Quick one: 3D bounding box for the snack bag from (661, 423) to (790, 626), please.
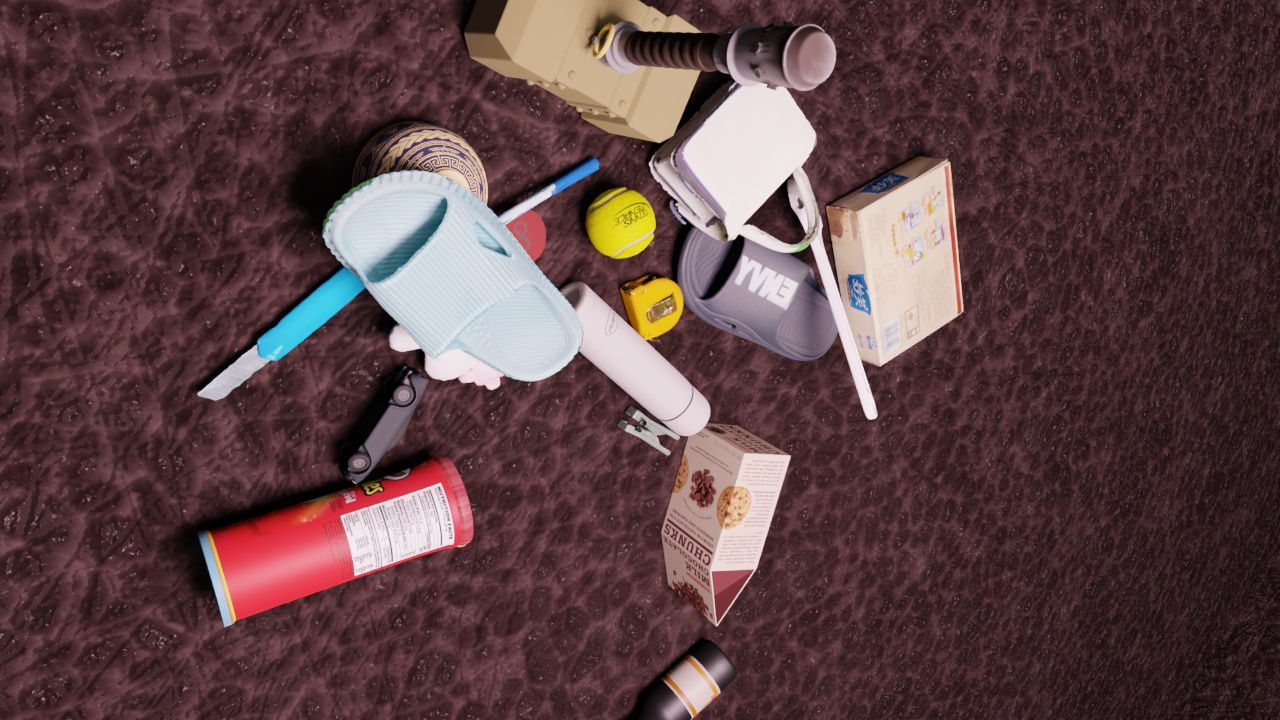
[{"bbox_3d":[0.086,0.185,1.041,0.069,0.094,0.206,7,104,-36],"label":"snack bag"}]

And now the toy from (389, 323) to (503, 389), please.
[{"bbox_3d":[-0.168,-0.017,0.827,0.125,0.037,0.076,40,80,-43],"label":"toy"}]

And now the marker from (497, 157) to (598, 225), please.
[{"bbox_3d":[-0.091,-0.148,0.830,0.141,0.013,0.013,-38,125,-28],"label":"marker"}]

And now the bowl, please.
[{"bbox_3d":[-0.172,-0.138,0.755,0.112,0.061,0.112,-12,110,-35],"label":"bowl"}]

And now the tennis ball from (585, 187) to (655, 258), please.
[{"bbox_3d":[-0.019,-0.130,0.867,0.065,0.065,0.065,-13,114,-30],"label":"tennis ball"}]

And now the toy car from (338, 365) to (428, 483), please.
[{"bbox_3d":[-0.226,0.057,0.810,0.034,0.046,0.112,36,84,-33],"label":"toy car"}]

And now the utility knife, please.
[{"bbox_3d":[-0.277,-0.038,0.758,0.206,0.015,0.031,-45,125,-17],"label":"utility knife"}]

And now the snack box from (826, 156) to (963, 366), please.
[{"bbox_3d":[0.310,-0.120,1.102,0.153,0.055,0.207,-30,122,-22],"label":"snack box"}]

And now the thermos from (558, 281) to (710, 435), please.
[{"bbox_3d":[-0.006,0.005,0.936,0.052,0.052,0.224,-53,127,-6],"label":"thermos"}]

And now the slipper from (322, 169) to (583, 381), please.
[{"bbox_3d":[-0.133,-0.052,0.752,0.116,0.069,0.276,-42,137,4],"label":"slipper"}]

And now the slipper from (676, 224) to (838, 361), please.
[{"bbox_3d":[0.145,-0.063,0.997,0.268,0.083,0.110,28,92,-40],"label":"slipper"}]

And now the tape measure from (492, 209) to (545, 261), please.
[{"bbox_3d":[-0.113,-0.109,0.840,0.051,0.019,0.059,-15,107,-31],"label":"tape measure"}]

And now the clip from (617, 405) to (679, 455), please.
[{"bbox_3d":[0.011,0.077,0.995,0.076,0.023,0.043,34,88,-36],"label":"clip"}]

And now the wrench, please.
[{"bbox_3d":[0.208,-0.068,0.986,0.066,0.018,0.273,-6,78,-69],"label":"wrench"}]

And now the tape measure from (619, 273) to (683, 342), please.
[{"bbox_3d":[0.016,-0.056,0.943,0.058,0.030,0.068,-29,122,-20],"label":"tape measure"}]

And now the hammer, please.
[{"bbox_3d":[0.022,-0.233,0.690,0.190,0.325,0.101,19,96,-38],"label":"hammer"}]

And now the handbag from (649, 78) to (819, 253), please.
[{"bbox_3d":[0.111,-0.179,0.917,0.176,0.074,0.151,47,73,-18],"label":"handbag"}]

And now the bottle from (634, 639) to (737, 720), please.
[{"bbox_3d":[0.034,0.422,1.120,0.181,0.059,0.059,-37,124,-17],"label":"bottle"}]

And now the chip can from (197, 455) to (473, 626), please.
[{"bbox_3d":[-0.261,0.153,0.799,0.213,0.087,0.087,-16,116,-28],"label":"chip can"}]
